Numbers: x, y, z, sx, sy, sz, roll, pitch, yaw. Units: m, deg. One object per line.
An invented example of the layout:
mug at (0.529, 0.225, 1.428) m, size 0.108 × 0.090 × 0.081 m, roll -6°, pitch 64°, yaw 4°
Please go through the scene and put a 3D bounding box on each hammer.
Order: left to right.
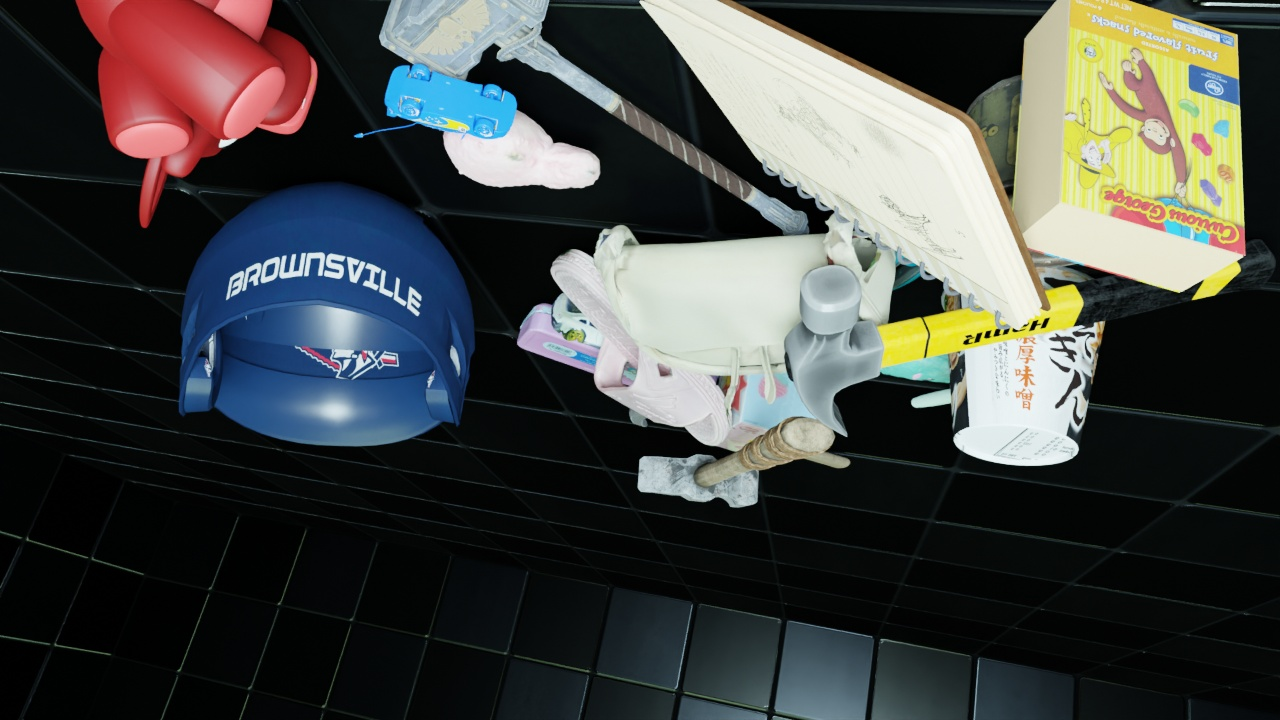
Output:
hammer at (0.002, -0.152, 0.589) m, size 0.321 × 0.044 × 0.099 m, roll 25°, pitch 155°, yaw -34°
hammer at (0.088, 0.089, 0.810) m, size 0.121 × 0.049 × 0.319 m, roll 7°, pitch 165°, yaw -11°
hammer at (0.128, 0.085, 1.071) m, size 0.330 × 0.030 × 0.120 m, roll 16°, pitch 165°, yaw -35°
hammer at (0.254, -0.027, 0.605) m, size 0.324 × 0.034 × 0.170 m, roll -12°, pitch 146°, yaw 0°

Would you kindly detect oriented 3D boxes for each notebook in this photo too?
notebook at (0.103, -0.108, 0.475) m, size 0.167 × 0.024 × 0.225 m, roll 39°, pitch -175°, yaw -48°

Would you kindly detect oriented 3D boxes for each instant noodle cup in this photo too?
instant noodle cup at (0.290, 0.009, 0.702) m, size 0.123 × 0.121 × 0.124 m, roll 11°, pitch 158°, yaw 4°

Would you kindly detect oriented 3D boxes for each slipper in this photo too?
slipper at (-0.005, 0.005, 0.831) m, size 0.239 × 0.064 × 0.094 m, roll 49°, pitch 161°, yaw -22°

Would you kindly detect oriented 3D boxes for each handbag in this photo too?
handbag at (0.076, -0.032, 0.681) m, size 0.230 × 0.131 × 0.184 m, roll 0°, pitch 162°, yaw 32°

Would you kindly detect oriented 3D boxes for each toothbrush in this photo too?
toothbrush at (0.319, 0.028, 0.877) m, size 0.022 × 0.015 × 0.155 m, roll -11°, pitch 174°, yaw -32°

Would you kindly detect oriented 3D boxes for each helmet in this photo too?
helmet at (-0.261, -0.024, 0.787) m, size 0.232 × 0.222 × 0.273 m, roll 3°, pitch 131°, yaw -14°

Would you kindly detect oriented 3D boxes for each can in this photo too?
can at (0.228, -0.105, 0.521) m, size 0.090 × 0.074 × 0.090 m, roll 11°, pitch 159°, yaw 4°

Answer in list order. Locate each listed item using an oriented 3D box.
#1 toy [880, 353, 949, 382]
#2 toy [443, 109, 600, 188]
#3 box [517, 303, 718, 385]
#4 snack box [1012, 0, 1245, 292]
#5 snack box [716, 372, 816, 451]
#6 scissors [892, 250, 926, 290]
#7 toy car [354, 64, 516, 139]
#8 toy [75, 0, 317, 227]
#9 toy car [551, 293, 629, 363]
toy at (0.248, 0.004, 0.840) m, size 0.105 × 0.033 × 0.085 m, roll 9°, pitch 169°, yaw 8°
toy at (-0.080, -0.140, 0.621) m, size 0.105 × 0.053 × 0.108 m, roll 15°, pitch -176°, yaw -12°
box at (-0.022, -0.005, 0.968) m, size 0.214 × 0.033 × 0.076 m, roll 20°, pitch 159°, yaw -16°
snack box at (0.234, -0.108, 0.443) m, size 0.088 × 0.125 × 0.040 m, roll 15°, pitch 159°, yaw -5°
snack box at (0.124, 0.040, 0.912) m, size 0.079 × 0.092 × 0.095 m, roll 17°, pitch 159°, yaw -11°
scissors at (0.214, -0.081, 0.667) m, size 0.137 × 0.019 × 0.138 m, roll -5°, pitch 151°, yaw 33°
toy car at (-0.125, -0.143, 0.554) m, size 0.092 × 0.033 × 0.062 m, roll 13°, pitch 154°, yaw -11°
toy at (-0.244, -0.172, 0.515) m, size 0.120 × 0.158 × 0.198 m, roll 16°, pitch 160°, yaw -24°
toy car at (-0.036, -0.033, 0.891) m, size 0.105 × 0.048 × 0.033 m, roll 22°, pitch 125°, yaw -20°
